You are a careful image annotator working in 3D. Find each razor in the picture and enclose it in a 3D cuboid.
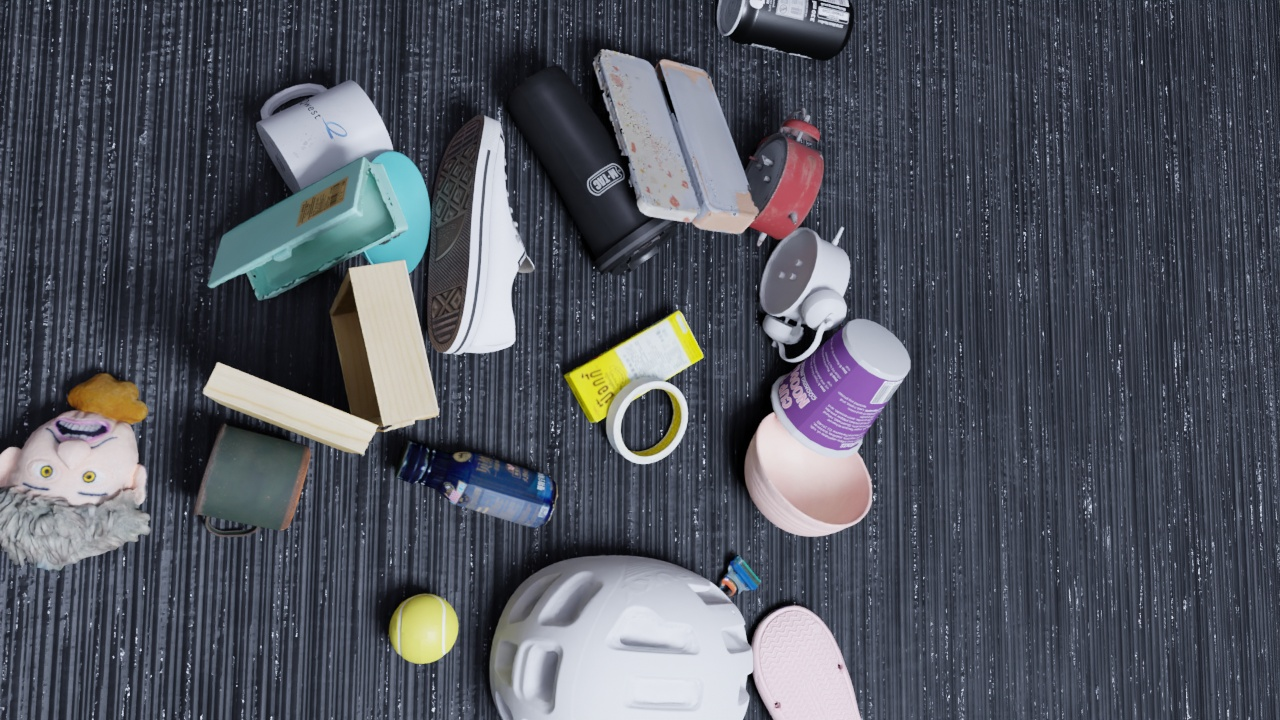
[{"bbox_3d":[0.071,0.278,1.021,0.140,0.018,0.044,-40,96,-15],"label":"razor"}]

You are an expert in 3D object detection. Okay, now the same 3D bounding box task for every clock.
[{"bbox_3d":[0.183,-0.075,1.041,0.061,0.120,0.159,20,68,-23],"label":"clock"},{"bbox_3d":[0.155,-0.218,1.045,0.062,0.110,0.156,20,72,-18],"label":"clock"}]

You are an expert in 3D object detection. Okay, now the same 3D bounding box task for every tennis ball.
[{"bbox_3d":[-0.210,0.260,0.890,0.065,0.065,0.065,2,85,-21],"label":"tennis ball"}]

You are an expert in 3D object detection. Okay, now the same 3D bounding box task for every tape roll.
[{"bbox_3d":[0.008,0.065,0.996,0.093,0.019,0.094,-10,109,-29],"label":"tape roll"}]

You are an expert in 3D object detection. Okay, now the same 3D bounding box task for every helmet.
[{"bbox_3d":[-0.003,0.319,0.936,0.282,0.184,0.224,20,83,-34],"label":"helmet"}]

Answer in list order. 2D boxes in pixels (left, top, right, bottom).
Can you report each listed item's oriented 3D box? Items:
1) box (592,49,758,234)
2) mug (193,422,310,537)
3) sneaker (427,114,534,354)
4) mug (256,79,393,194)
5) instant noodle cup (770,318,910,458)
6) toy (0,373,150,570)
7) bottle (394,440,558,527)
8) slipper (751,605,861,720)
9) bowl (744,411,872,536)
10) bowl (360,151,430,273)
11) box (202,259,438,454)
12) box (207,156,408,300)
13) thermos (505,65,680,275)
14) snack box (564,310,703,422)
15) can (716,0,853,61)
[{"bbox_3d":[0.034,-0.237,0.984,0.150,0.043,0.216,0,62,-29],"label":"box"},{"bbox_3d":[-0.358,0.120,0.844,0.081,0.085,0.111,17,111,-20],"label":"mug"},{"bbox_3d":[-0.151,-0.124,0.940,0.097,0.091,0.245,8,78,-39],"label":"sneaker"},{"bbox_3d":[-0.314,-0.224,0.890,0.096,0.083,0.119,-33,70,-20],"label":"mug"},{"bbox_3d":[0.233,0.021,1.023,0.122,0.122,0.136,46,42,14],"label":"instant noodle cup"},{"bbox_3d":[-0.486,0.095,0.798,0.132,0.076,0.175,15,73,-20],"label":"toy"},{"bbox_3d":[-0.164,0.123,0.924,0.160,0.056,0.056,20,79,-18],"label":"bottle"},{"bbox_3d":[0.192,0.389,1.037,0.106,0.056,0.221,-21,84,-19],"label":"slipper"},{"bbox_3d":[0.175,0.137,1.027,0.153,0.076,0.152,18,43,-18],"label":"bowl"},{"bbox_3d":[-0.259,-0.143,0.902,0.046,0.121,0.121,5,82,20],"label":"bowl"},{"bbox_3d":[-0.263,0.019,0.793,0.184,0.249,0.142,-35,98,-20],"label":"box"},{"bbox_3d":[-0.310,-0.115,0.818,0.079,0.189,0.077,-26,96,-64],"label":"box"},{"bbox_3d":[-0.052,-0.200,0.973,0.105,0.106,0.218,-36,93,-20],"label":"thermos"},{"bbox_3d":[-0.006,0.006,1.009,0.148,0.026,0.061,-30,97,-20],"label":"snack box"},{"bbox_3d":[0.170,-0.405,1.080,0.146,0.080,0.080,4,84,-20],"label":"can"}]
